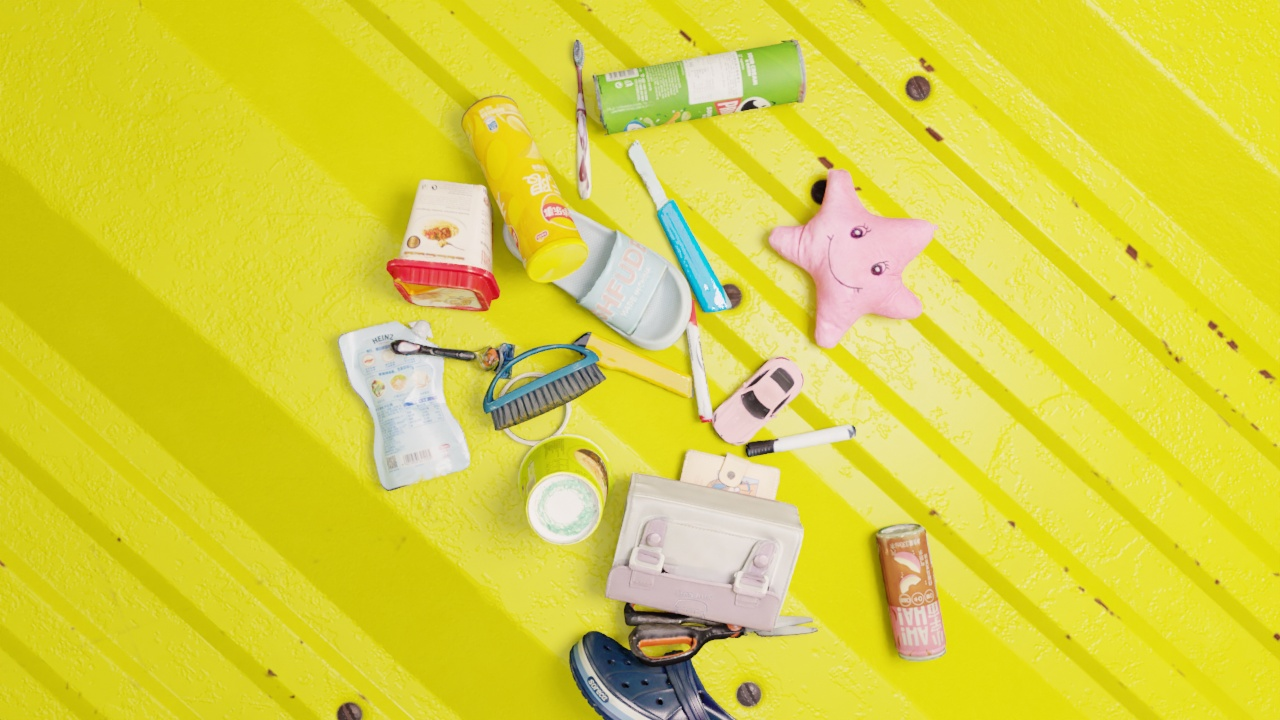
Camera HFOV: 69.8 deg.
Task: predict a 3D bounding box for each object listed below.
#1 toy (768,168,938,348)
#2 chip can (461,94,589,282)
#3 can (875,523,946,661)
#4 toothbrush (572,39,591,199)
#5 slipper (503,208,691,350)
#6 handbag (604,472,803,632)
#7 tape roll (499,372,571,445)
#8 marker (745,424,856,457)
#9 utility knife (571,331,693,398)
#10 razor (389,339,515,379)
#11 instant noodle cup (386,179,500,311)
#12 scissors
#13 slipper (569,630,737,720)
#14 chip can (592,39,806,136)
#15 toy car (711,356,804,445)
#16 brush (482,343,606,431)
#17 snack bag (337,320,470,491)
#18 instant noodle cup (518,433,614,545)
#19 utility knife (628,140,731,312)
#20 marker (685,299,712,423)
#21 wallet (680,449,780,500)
[{"bbox_3d":[0.249,-0.126,1.047,0.179,0.074,0.194,-23,91,8],"label":"toy"},{"bbox_3d":[-0.129,-0.191,1.015,0.072,0.072,0.213,-25,69,-1],"label":"chip can"},{"bbox_3d":[0.312,0.265,1.057,0.058,0.058,0.147,-10,90,-1],"label":"can"},{"bbox_3d":[-0.069,-0.282,1.075,0.016,0.017,0.187,-2,89,0],"label":"toothbrush"},{"bbox_3d":[-0.048,-0.107,1.047,0.245,0.074,0.104,32,89,2],"label":"slipper"},{"bbox_3d":[0.068,0.219,1.030,0.197,0.098,0.145,11,109,0],"label":"handbag"},{"bbox_3d":[-0.125,0.056,1.076,0.086,0.014,0.086,0,90,0],"label":"tape roll"},{"bbox_3d":[0.188,0.094,1.075,0.131,0.023,0.018,-11,57,0],"label":"marker"},{"bbox_3d":[-0.006,0.006,1.077,0.156,0.015,0.033,24,96,-1],"label":"utility knife"},{"bbox_3d":[-0.215,-0.008,1.054,0.142,0.022,0.042,8,87,-17],"label":"razor"},{"bbox_3d":[-0.215,-0.129,1.034,0.116,0.116,0.124,5,77,-1],"label":"instant noodle cup"},{"bbox_3d":[0.091,0.296,1.065,0.234,0.152,0.022,-13,130,-29],"label":"scissors"},{"bbox_3d":[0.038,0.380,1.031,0.253,0.105,0.095,32,93,-1],"label":"slipper"},{"bbox_3d":[0.066,-0.312,1.049,0.236,0.072,0.072,-10,90,-1],"label":"chip can"},{"bbox_3d":[0.137,0.047,1.068,0.122,0.037,0.056,-44,89,1],"label":"toy car"},{"bbox_3d":[-0.114,0.023,1.040,0.144,0.055,0.073,-26,90,0],"label":"brush"},{"bbox_3d":[-0.272,0.048,1.063,0.110,0.039,0.191,-16,88,-1],"label":"snack bag"},{"bbox_3d":[-0.083,0.149,1.015,0.111,0.123,0.112,-1,98,-4],"label":"instant noodle cup"},{"bbox_3d":[0.042,-0.155,1.075,0.034,0.018,0.225,-27,91,1],"label":"utility knife"},{"bbox_3d":[0.066,0.001,1.070,0.017,0.017,0.145,-9,85,-1],"label":"marker"},{"bbox_3d":[0.101,0.152,1.074,0.115,0.024,0.087,13,95,1],"label":"wallet"}]
